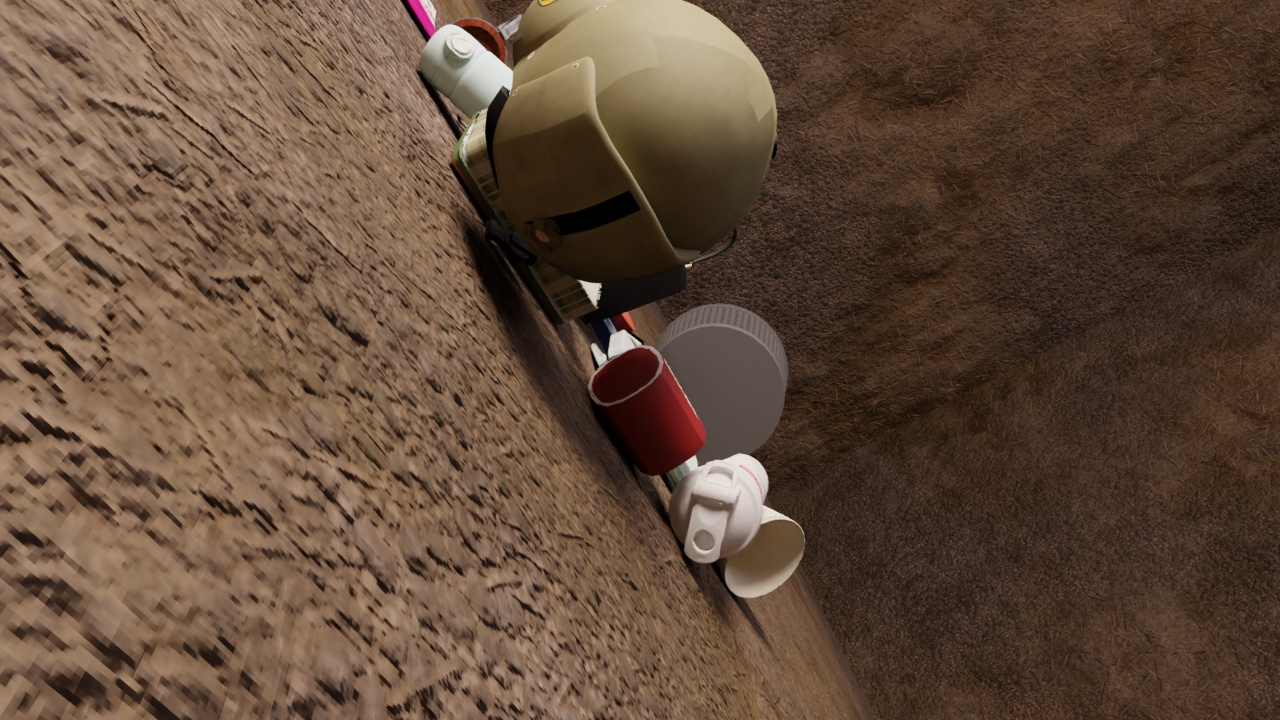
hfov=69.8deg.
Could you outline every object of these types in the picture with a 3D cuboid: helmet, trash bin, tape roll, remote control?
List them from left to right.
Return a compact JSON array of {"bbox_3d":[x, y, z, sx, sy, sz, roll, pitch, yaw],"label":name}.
[{"bbox_3d":[-0.041,-0.031,1.228,0.093,0.016,0.091,62,5,2],"label":"tape roll"},{"bbox_3d":[-0.019,-0.173,0.746,0.250,0.256,0.232,57,4,-31],"label":"helmet"},{"bbox_3d":[-0.007,0.007,1.117,0.028,0.011,0.124,38,-27,24],"label":"remote control"},{"bbox_3d":[0.112,0.033,1.343,0.218,0.218,0.227,61,9,-3],"label":"trash bin"}]

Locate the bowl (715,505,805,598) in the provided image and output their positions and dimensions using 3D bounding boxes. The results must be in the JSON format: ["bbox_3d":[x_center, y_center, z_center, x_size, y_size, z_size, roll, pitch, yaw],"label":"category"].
[{"bbox_3d":[0.138,0.227,1.132,0.115,0.115,0.062,58,-8,-36],"label":"bowl"}]

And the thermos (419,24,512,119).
[{"bbox_3d":[-0.132,-0.255,0.945,0.207,0.065,0.078,40,-20,-11],"label":"thermos"}]

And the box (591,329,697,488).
[{"bbox_3d":[0.010,0.062,1.065,0.199,0.067,0.083,61,-14,-22],"label":"box"}]

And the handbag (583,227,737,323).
[{"bbox_3d":[0.017,-0.137,1.081,0.176,0.196,0.072,82,-2,-58],"label":"handbag"}]

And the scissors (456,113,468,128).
[{"bbox_3d":[-0.158,-0.234,1.088,0.198,0.015,0.179,55,16,-37],"label":"scissors"}]

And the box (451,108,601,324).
[{"bbox_3d":[-0.103,-0.144,0.899,0.205,0.050,0.117,59,19,-32],"label":"box"}]

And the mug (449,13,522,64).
[{"bbox_3d":[-0.194,-0.393,1.138,0.081,0.117,0.111,59,2,-24],"label":"mug"}]

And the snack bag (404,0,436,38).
[{"bbox_3d":[-0.280,-0.454,1.161,0.070,0.016,0.196,60,5,-30],"label":"snack bag"}]

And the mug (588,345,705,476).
[{"bbox_3d":[0.002,0.042,0.917,0.096,0.080,0.116,59,-1,-29],"label":"mug"}]

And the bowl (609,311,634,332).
[{"bbox_3d":[-0.052,-0.088,1.325,0.122,0.035,0.122,60,5,-10],"label":"bowl"}]

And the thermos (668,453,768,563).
[{"bbox_3d":[0.092,0.149,1.006,0.099,0.099,0.220,62,13,4],"label":"thermos"}]
